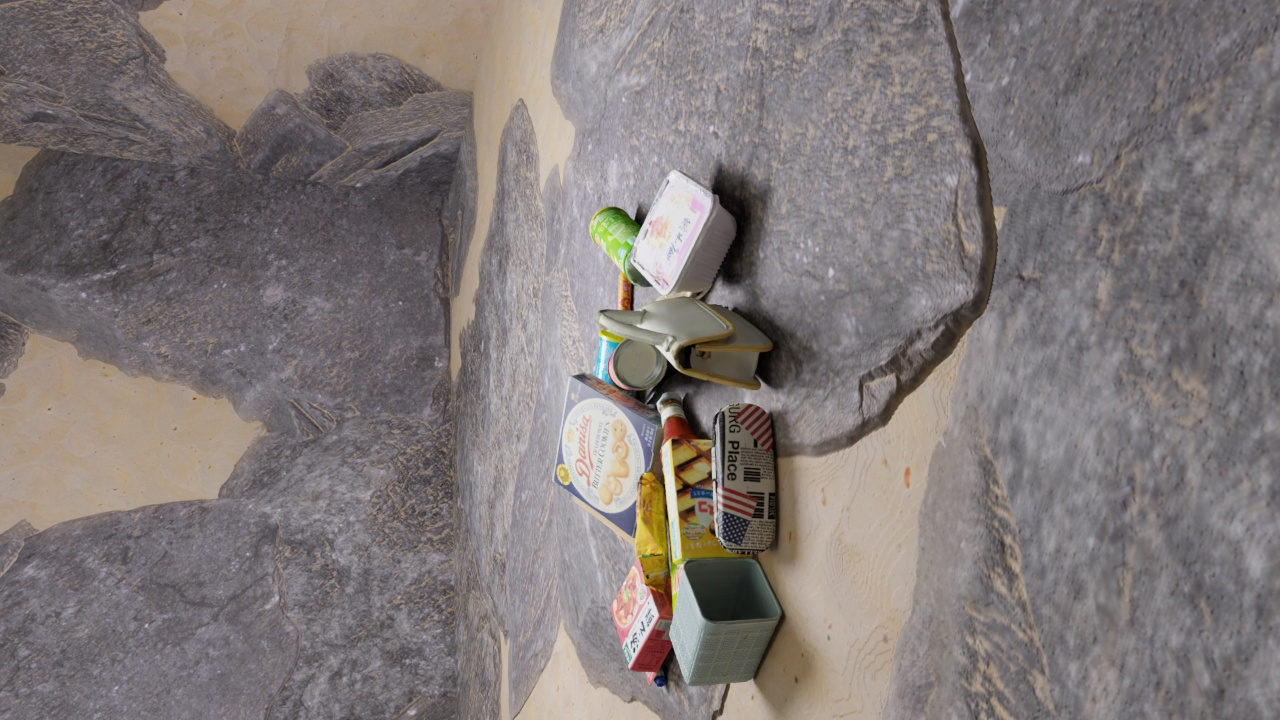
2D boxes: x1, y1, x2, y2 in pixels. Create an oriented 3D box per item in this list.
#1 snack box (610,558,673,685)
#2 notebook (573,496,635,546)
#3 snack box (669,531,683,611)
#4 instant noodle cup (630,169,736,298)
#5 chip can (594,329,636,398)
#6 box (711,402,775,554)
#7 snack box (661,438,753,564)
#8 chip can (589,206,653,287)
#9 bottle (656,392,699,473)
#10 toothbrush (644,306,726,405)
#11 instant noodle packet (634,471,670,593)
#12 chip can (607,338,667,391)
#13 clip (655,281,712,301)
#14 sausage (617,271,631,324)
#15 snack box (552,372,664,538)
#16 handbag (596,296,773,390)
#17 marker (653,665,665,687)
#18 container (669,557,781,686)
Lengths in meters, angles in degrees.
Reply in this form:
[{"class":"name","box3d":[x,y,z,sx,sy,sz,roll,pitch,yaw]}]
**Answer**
[{"class":"snack box","box3d":[0.004,0.353,1.245,0.127,0.044,0.113,-66,27,24]},{"class":"notebook","box3d":[-0.030,0.155,1.358,0.149,0.012,0.212,31,120,36]},{"class":"snack box","box3d":[0.062,0.247,1.115,0.156,0.026,0.086,-92,17,-47]},{"class":"instant noodle cup","box3d":[0.059,-0.155,1.156,0.138,0.060,0.173,-64,27,14]},{"class":"chip can","box3d":[-0.042,0.060,1.418,0.071,0.071,0.210,-136,51,-65]},{"class":"box","box3d":[0.109,0.127,0.989,0.060,0.072,0.164,70,-159,-74]},{"class":"snack box","box3d":[0.075,0.159,1.042,0.034,0.086,0.140,131,139,-61]},{"class":"chip can","box3d":[-0.018,-0.174,1.390,0.221,0.072,0.073,-126,44,-62]},{"class":"bottle","box3d":[0.052,0.113,1.161,0.205,0.059,0.060,-104,25,-55]},{"class":"toothbrush","box3d":[0.059,-0.003,1.177,0.189,0.016,0.014,-52,25,34]},{"class":"instant noodle packet","box3d":[0.015,0.228,1.206,0.111,0.044,0.128,77,-172,-51]},{"class":"chip can","box3d":[-0.007,0.007,1.244,0.210,0.071,0.071,153,120,-86]},{"class":"clip","box3d":[0.065,-0.072,1.212,0.102,0.094,0.035,-29,47,21]},{"class":"sausage","box3d":[-0.026,-0.068,1.470,0.021,0.021,0.165,165,107,-70]},{"class":"snack box","box3d":[-0.043,0.134,1.325,0.183,0.045,0.178,28,117,36]},{"class":"handbag","box3d":[0.043,-0.032,1.032,0.163,0.178,0.063,-130,52,-65]},{"class":"marker","box3d":[0.011,0.393,1.287,0.145,0.017,0.017,-112,32,-51]},{"class":"container","box3d":[0.085,0.285,0.989,0.090,0.090,0.112,-113,30,-53]}]
